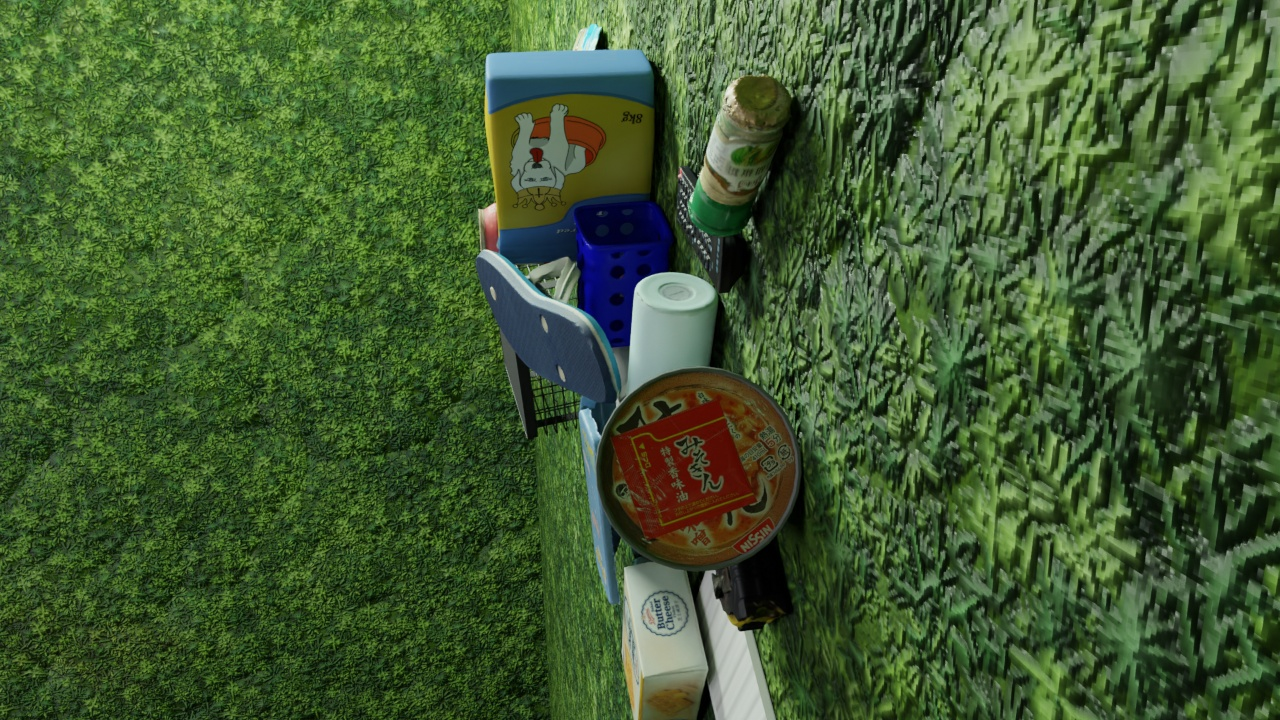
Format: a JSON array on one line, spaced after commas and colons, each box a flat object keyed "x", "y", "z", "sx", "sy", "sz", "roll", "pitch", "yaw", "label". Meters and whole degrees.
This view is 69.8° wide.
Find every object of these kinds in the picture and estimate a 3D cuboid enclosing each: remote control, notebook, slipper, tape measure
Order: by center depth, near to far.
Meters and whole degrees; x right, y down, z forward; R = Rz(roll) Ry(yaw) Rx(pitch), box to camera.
[{"x": 0.070, "y": 0.147, "z": 0.624, "sx": 0.063, "sy": 0.038, "sz": 0.067, "roll": 106, "pitch": 157, "yaw": -62, "label": "tape measure"}, {"x": 0.051, "y": -0.101, "z": 0.680, "sx": 0.150, "sy": 0.022, "sz": 0.047, "roll": -109, "pitch": 17, "yaw": -59, "label": "remote control"}, {"x": 0.076, "y": 0.263, "z": 0.719, "sx": 0.143, "sy": 0.009, "sz": 0.209, "roll": 99, "pitch": 163, "yaw": -49, "label": "notebook"}, {"x": -0.077, "y": -0.036, "z": 0.853, "sx": 0.295, "sy": 0.060, "sz": 0.118, "roll": 30, "pitch": 137, "yaw": 57, "label": "slipper"}]

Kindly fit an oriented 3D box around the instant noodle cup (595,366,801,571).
[{"x": 0.033, "y": 0.062, "z": 0.608, "sx": 0.122, "sy": 0.123, "sz": 0.123, "roll": -116, "pitch": 22, "yaw": -86, "label": "instant noodle cup"}]

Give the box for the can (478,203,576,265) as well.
[{"x": -0.087, "y": -0.138, "z": 0.985, "sx": 0.067, "sy": 0.170, "sz": 0.067, "roll": 176, "pitch": 91, "yaw": -80, "label": "can"}]

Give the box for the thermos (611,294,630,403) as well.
[{"x": -0.006, "y": 0.005, "z": 0.930, "sx": 0.224, "sy": 0.052, "sz": 0.052, "roll": -109, "pitch": 18, "yaw": -53, "label": "thermos"}]

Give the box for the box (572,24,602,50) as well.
[{"x": -0.081, "y": -0.334, "z": 1.173, "sx": 0.227, "sy": 0.071, "sz": 0.182, "roll": -121, "pitch": 28, "yaw": -68, "label": "box"}]

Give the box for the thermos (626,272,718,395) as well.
[{"x": 0.021, "y": 0.032, "z": 0.755, "sx": 0.065, "sy": 0.078, "sz": 0.207, "roll": -53, "pitch": -27, "yaw": -51, "label": "thermos"}]

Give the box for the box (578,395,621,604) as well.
[{"x": -0.037, "y": 0.121, "z": 0.867, "sx": 0.127, "sy": 0.034, "sz": 0.209, "roll": -87, "pitch": -6, "yaw": -56, "label": "box"}]

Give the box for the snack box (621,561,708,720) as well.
[{"x": 0.018, "y": 0.282, "z": 0.864, "sx": 0.208, "sy": 0.057, "sz": 0.104, "roll": 92, "pitch": 169, "yaw": -52, "label": "snack box"}]

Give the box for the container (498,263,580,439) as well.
[{"x": -0.100, "y": -0.038, "z": 1.125, "sx": 0.162, "sy": 0.130, "sz": 0.242, "roll": -115, "pitch": 17, "yaw": -47, "label": "container"}]

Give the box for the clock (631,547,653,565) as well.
[{"x": 0.013, "y": 0.159, "z": 0.895, "sx": 0.124, "sy": 0.053, "sz": 0.090, "roll": -109, "pitch": 17, "yaw": -54, "label": "clock"}]

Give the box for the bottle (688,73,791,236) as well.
[{"x": 0.060, "y": -0.123, "z": 0.561, "sx": 0.111, "sy": 0.043, "sz": 0.043, "roll": 108, "pitch": 156, "yaw": -60, "label": "bottle"}]

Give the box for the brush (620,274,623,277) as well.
[{"x": -0.032, "y": -0.102, "z": 1.124, "sx": 0.048, "sy": 0.017, "sz": 0.126, "roll": 132, "pitch": 132, "yaw": -76, "label": "brush"}]

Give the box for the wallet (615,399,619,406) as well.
[{"x": -0.012, "y": 0.083, "z": 0.992, "sx": 0.115, "sy": 0.037, "sz": 0.118, "roll": -56, "pitch": 32, "yaw": 26, "label": "wallet"}]

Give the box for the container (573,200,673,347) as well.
[{"x": -0.018, "y": -0.081, "z": 0.880, "sx": 0.085, "sy": 0.084, "sz": 0.114, "roll": -110, "pitch": 17, "yaw": -51, "label": "container"}]

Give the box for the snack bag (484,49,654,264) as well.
[{"x": -0.068, "y": -0.190, "z": 0.898, "sx": 0.102, "sy": 0.159, "sz": 0.206, "roll": -104, "pitch": 12, "yaw": -56, "label": "snack bag"}]
